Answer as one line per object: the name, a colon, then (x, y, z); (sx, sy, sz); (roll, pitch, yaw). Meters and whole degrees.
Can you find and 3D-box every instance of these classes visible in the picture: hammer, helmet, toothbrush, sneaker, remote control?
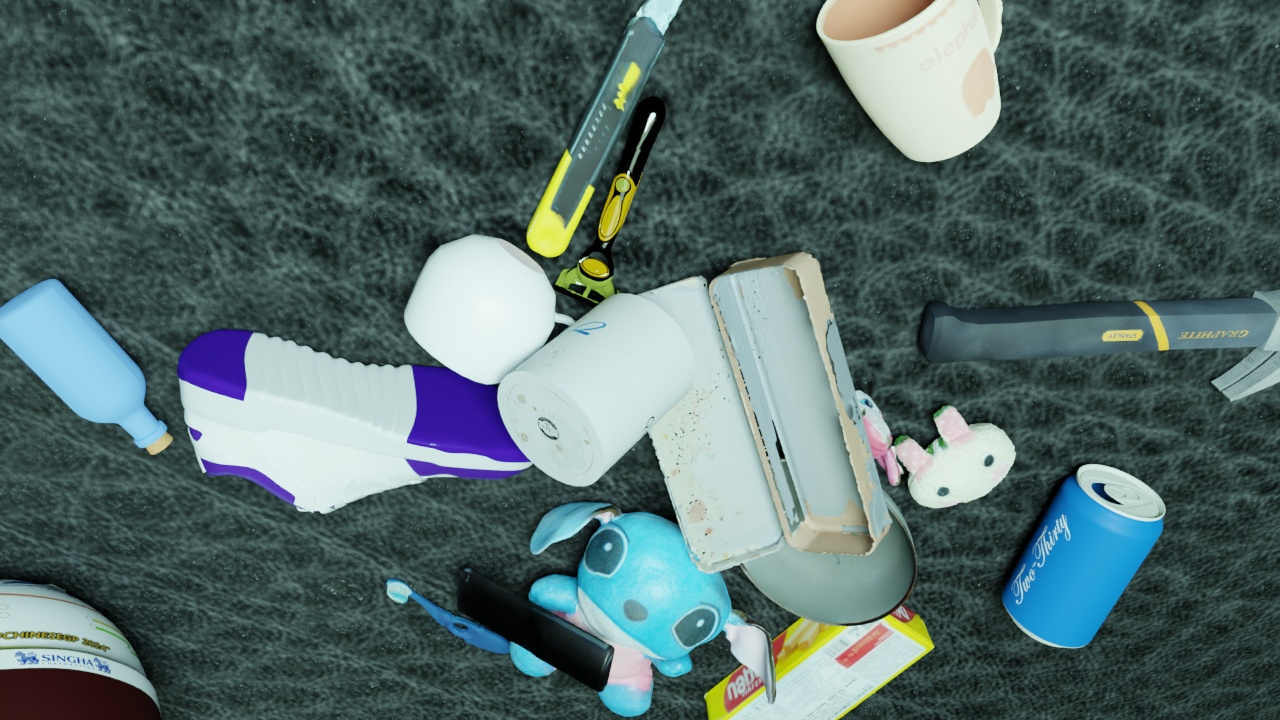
hammer: (0.361, -0.031, 0.674); (0.312, 0.035, 0.139); (-2, 123, -5)
helmet: (-0.471, 0.272, 0.644); (0.315, 0.235, 0.231); (-28, 145, 26)
toothbrush: (-0.160, 0.220, 0.777); (0.132, 0.016, 0.021); (38, 111, -24)
sneaker: (-0.195, 0.063, 0.638); (0.244, 0.091, 0.111); (14, 120, -10)
remote control: (-0.086, 0.209, 0.711); (0.140, 0.021, 0.045); (23, 121, 21)

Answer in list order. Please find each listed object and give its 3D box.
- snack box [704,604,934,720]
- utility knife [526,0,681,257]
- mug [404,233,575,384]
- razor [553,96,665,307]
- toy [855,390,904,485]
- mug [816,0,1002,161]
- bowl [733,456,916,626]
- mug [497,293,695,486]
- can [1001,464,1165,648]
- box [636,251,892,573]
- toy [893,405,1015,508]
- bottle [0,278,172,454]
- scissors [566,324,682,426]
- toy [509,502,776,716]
snack box: (0.159, 0.286, 0.838); (0.092, 0.042, 0.201); (35, 112, -24)
utility knife: (-0.014, -0.165, 0.560); (0.028, 0.020, 0.234); (20, 116, -19)
mug: (-0.087, -0.030, 0.596); (0.123, 0.090, 0.076); (29, 105, -41)
razor: (-0.015, -0.101, 0.594); (0.044, 0.021, 0.144); (24, 112, 5)
toy: (0.160, 0.044, 0.687); (0.102, 0.065, 0.050); (46, 75, -24)
mug: (0.172, -0.185, 0.539); (0.111, 0.085, 0.104); (-51, 128, -10)
bowl: (0.146, 0.130, 0.717); (0.151, 0.056, 0.151); (15, 120, 27)
mug: (-0.036, 0.023, 0.592); (0.083, 0.096, 0.120); (53, 141, -5)
can: (0.366, 0.165, 0.765); (0.079, 0.078, 0.146); (8, 120, -11)
box: (0.077, 0.042, 0.640); (0.157, 0.071, 0.216); (-16, 105, 14)
toy: (0.253, 0.085, 0.726); (0.087, 0.050, 0.112); (-36, 113, 15)
bottle: (-0.362, 0.011, 0.609); (0.048, 0.048, 0.131); (-24, 121, 8)
scissors: (-0.004, 0.008, 0.671); (0.125, 0.014, 0.130); (-25, 117, 8)
toy: (-0.002, 0.212, 0.739); (0.224, 0.098, 0.192); (34, 121, -2)
